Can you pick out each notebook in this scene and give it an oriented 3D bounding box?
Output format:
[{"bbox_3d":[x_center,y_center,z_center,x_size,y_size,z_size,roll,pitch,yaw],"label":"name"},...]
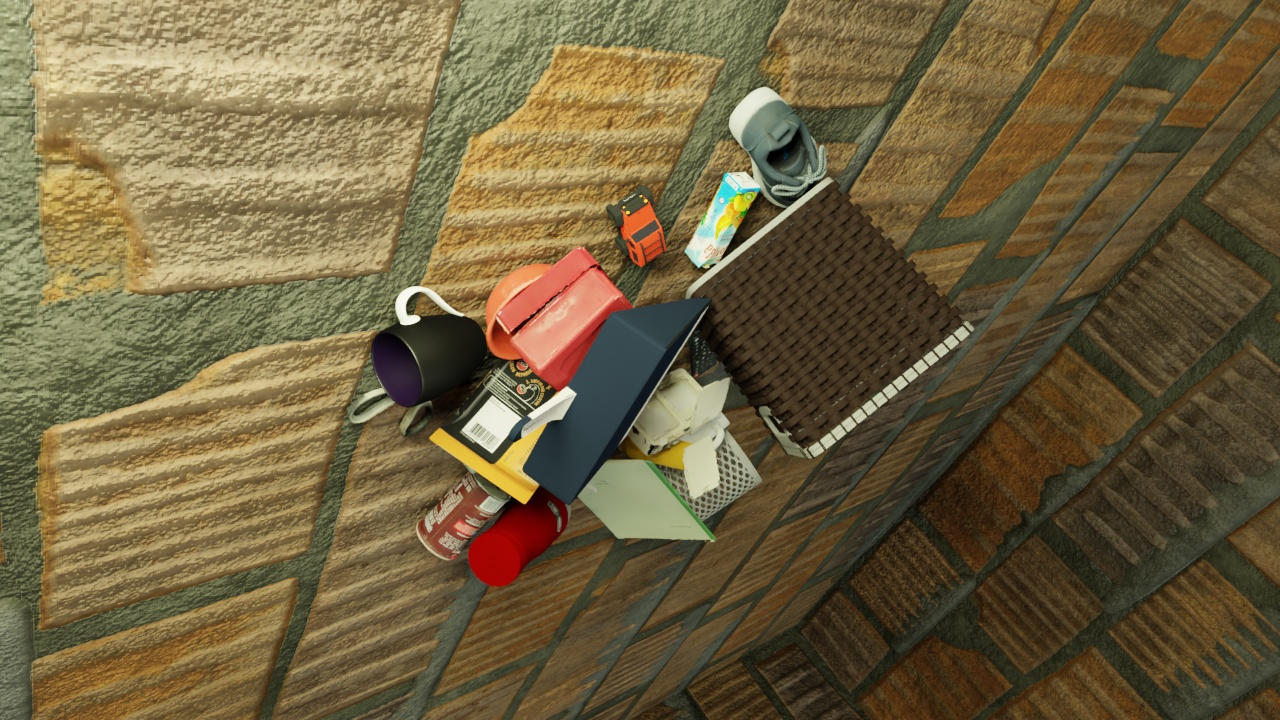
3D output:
[{"bbox_3d":[-0.011,0.217,1.408,0.182,0.010,0.252,-4,143,28],"label":"notebook"}]

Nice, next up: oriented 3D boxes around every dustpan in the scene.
[{"bbox_3d":[-0.048,0.042,1.001,0.237,0.080,0.272,-58,174,30],"label":"dustpan"}]

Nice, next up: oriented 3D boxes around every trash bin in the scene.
[{"bbox_3d":[0.085,0.194,1.549,0.183,0.156,0.156,-36,153,-1],"label":"trash bin"}]

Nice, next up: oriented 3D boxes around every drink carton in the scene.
[{"bbox_3d":[0.100,-0.172,1.135,0.044,0.038,0.129,-13,143,-41],"label":"drink carton"}]

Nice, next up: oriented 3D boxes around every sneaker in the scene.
[{"bbox_3d":[0.178,-0.234,1.085,0.089,0.087,0.235,-43,153,9],"label":"sneaker"}]

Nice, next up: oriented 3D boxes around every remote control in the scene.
[{"bbox_3d":[0.091,-0.023,1.371,0.047,0.022,0.150,-33,154,-12],"label":"remote control"}]

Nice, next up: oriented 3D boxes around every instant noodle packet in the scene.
[{"bbox_3d":[-0.123,0.052,1.110,0.220,0.032,0.160,-50,124,-3],"label":"instant noodle packet"}]

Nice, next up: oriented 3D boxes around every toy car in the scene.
[{"bbox_3d":[-0.001,-0.149,1.035,0.051,0.049,0.100,-34,152,-10],"label":"toy car"}]

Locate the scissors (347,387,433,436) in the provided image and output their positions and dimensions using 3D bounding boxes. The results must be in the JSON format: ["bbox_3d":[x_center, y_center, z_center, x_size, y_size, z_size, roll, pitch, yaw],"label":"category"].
[{"bbox_3d":[-0.255,0.035,1.040,0.170,0.012,0.158,-24,150,-28],"label":"scissors"}]

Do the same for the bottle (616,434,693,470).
[{"bbox_3d":[0.022,0.135,1.403,0.043,0.144,0.043,-13,107,-50],"label":"bottle"}]

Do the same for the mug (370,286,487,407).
[{"bbox_3d":[-0.214,-0.022,0.947,0.100,0.085,0.119,-27,122,-45],"label":"mug"}]

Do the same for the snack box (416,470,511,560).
[{"bbox_3d":[-0.241,0.206,1.253,0.121,0.072,0.072,-46,152,12],"label":"snack box"}]

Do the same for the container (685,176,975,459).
[{"bbox_3d":[0.217,-0.050,1.167,0.245,0.243,0.247,-38,176,-2],"label":"container"}]

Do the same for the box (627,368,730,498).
[{"bbox_3d":[0.075,0.081,1.315,0.143,0.187,0.105,-27,155,-36],"label":"box"}]

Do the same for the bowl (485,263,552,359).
[{"bbox_3d":[-0.124,-0.062,1.018,0.130,0.045,0.131,-30,152,-18],"label":"bowl"}]

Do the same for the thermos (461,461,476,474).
[{"bbox_3d":[-0.133,0.057,1.166,0.229,0.068,0.068,-31,152,-15],"label":"thermos"}]

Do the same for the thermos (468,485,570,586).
[{"bbox_3d":[-0.180,0.249,1.319,0.108,0.084,0.198,-15,-173,19],"label":"thermos"}]

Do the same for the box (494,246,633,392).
[{"bbox_3d":[-0.065,-0.031,0.998,0.129,0.087,0.157,-45,154,-1],"label":"box"}]

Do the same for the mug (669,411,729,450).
[{"bbox_3d":[0.085,0.101,1.441,0.090,0.121,0.091,-40,134,1],"label":"mug"}]

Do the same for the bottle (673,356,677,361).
[{"bbox_3d":[-0.007,0.007,1.255,0.105,0.056,0.056,-37,153,-4],"label":"bottle"}]
